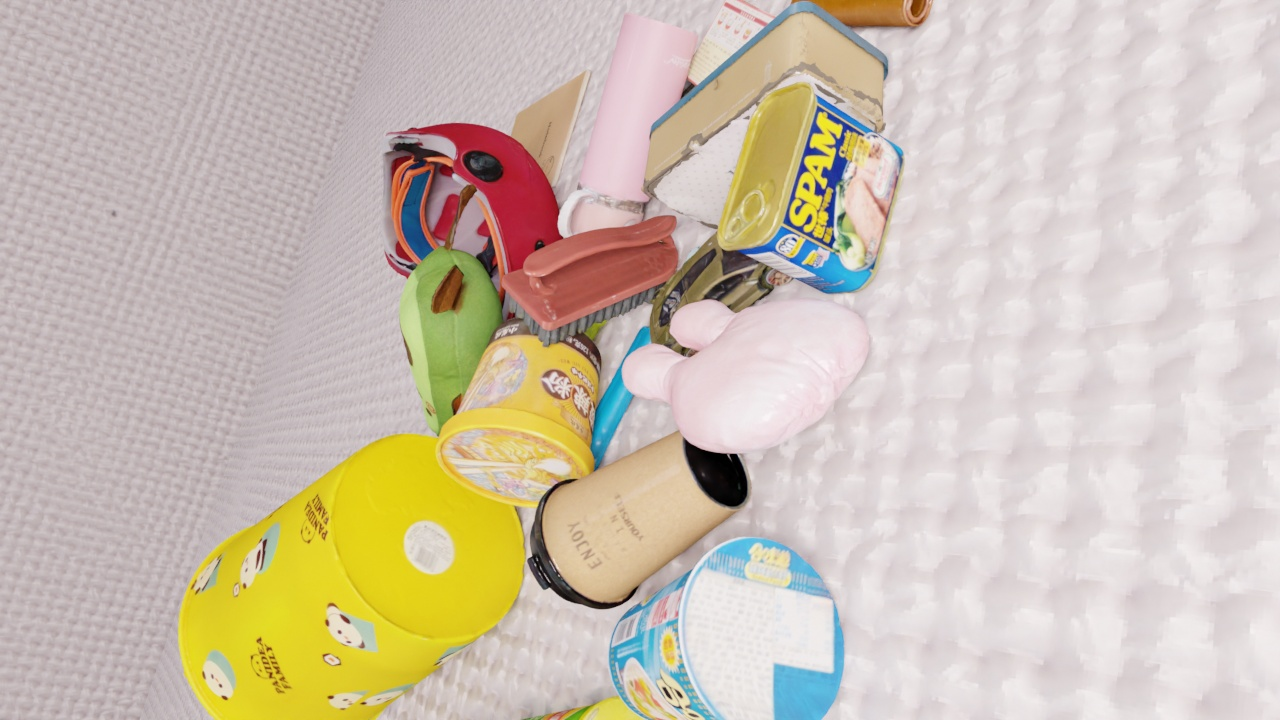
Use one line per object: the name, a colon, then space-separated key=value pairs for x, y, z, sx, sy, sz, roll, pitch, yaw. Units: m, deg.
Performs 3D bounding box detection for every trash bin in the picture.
trash bin: x=-0.250 y=0.202 z=0.825 sx=0.256 sy=0.229 sz=0.229 roll=-37 pitch=42 yaw=35

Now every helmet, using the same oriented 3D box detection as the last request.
helmet: x=-0.154 y=-0.139 z=0.938 sx=0.240 sy=0.143 sz=0.207 roll=43 pitch=141 yaw=24

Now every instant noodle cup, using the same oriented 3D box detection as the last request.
instant noodle cup: x=-0.086 y=0.038 z=0.714 sx=0.119 sy=0.118 sz=0.114 roll=-36 pitch=33 yaw=45
instant noodle cup: x=0.036 y=0.155 z=0.492 sx=0.110 sy=0.099 sz=0.099 roll=-38 pitch=41 yaw=53

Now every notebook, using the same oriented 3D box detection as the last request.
notebook: x=-0.130 y=-0.265 z=1.132 sx=0.208 sy=0.008 sz=0.147 roll=-1 pitch=71 yaw=60

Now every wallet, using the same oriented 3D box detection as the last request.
wallet: x=0.162 y=-0.284 z=0.616 sx=0.119 sy=0.035 sz=0.131 roll=-65 pitch=30 yaw=8

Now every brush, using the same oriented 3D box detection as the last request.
brush: x=-0.029 y=-0.069 z=0.703 sx=0.063 sy=0.145 sz=0.069 roll=44 pitch=142 yaw=31

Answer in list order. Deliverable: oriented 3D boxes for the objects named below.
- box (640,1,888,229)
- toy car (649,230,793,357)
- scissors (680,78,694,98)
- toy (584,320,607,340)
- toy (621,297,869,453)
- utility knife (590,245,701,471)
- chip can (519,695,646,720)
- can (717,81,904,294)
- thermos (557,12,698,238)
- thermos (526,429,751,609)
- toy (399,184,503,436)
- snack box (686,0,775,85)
box: x=0.083 y=-0.158 z=0.617 sx=0.185 sy=0.089 sz=0.060 roll=-28 pitch=47 yaw=47
toy car: x=0.060 y=-0.061 z=0.641 sx=0.159 sy=0.042 sz=0.070 roll=-44 pitch=38 yaw=33
scissors: x=0.009 y=-0.214 z=0.852 sx=0.180 sy=0.019 sz=0.143 roll=-28 pitch=48 yaw=49
toy: x=-0.056 y=-0.059 z=0.843 sx=0.097 sy=0.031 sz=0.100 roll=12 pitch=82 yaw=47
toy: x=0.059 y=0.001 z=0.551 sx=0.121 sy=0.054 sz=0.160 roll=-42 pitch=32 yaw=-19
utility knife: x=-0.004 y=0.004 z=0.727 sx=0.218 sy=0.018 sz=0.034 roll=-62 pitch=27 yaw=15
chip can: x=-0.070 y=0.272 z=0.608 sx=0.222 sy=0.072 sz=0.072 roll=-33 pitch=44 yaw=46
can: x=0.103 y=-0.099 z=0.545 sx=0.057 sy=0.083 sz=0.102 roll=3 pitch=74 yaw=61
thermos: x=-0.017 y=-0.189 z=0.782 sx=0.067 sy=0.087 sz=0.199 roll=31 pitch=111 yaw=35
thermos: x=-0.001 y=0.099 z=0.596 sx=0.144 sy=0.093 sz=0.093 roll=-36 pitch=42 yaw=34
toy: x=-0.163 y=-0.019 z=0.807 sx=0.226 sy=0.090 sz=0.247 roll=-101 pitch=13 yaw=-47
snack box: x=0.086 y=-0.235 z=0.724 sx=0.077 sy=0.027 sz=0.155 roll=-58 pitch=30 yaw=20
